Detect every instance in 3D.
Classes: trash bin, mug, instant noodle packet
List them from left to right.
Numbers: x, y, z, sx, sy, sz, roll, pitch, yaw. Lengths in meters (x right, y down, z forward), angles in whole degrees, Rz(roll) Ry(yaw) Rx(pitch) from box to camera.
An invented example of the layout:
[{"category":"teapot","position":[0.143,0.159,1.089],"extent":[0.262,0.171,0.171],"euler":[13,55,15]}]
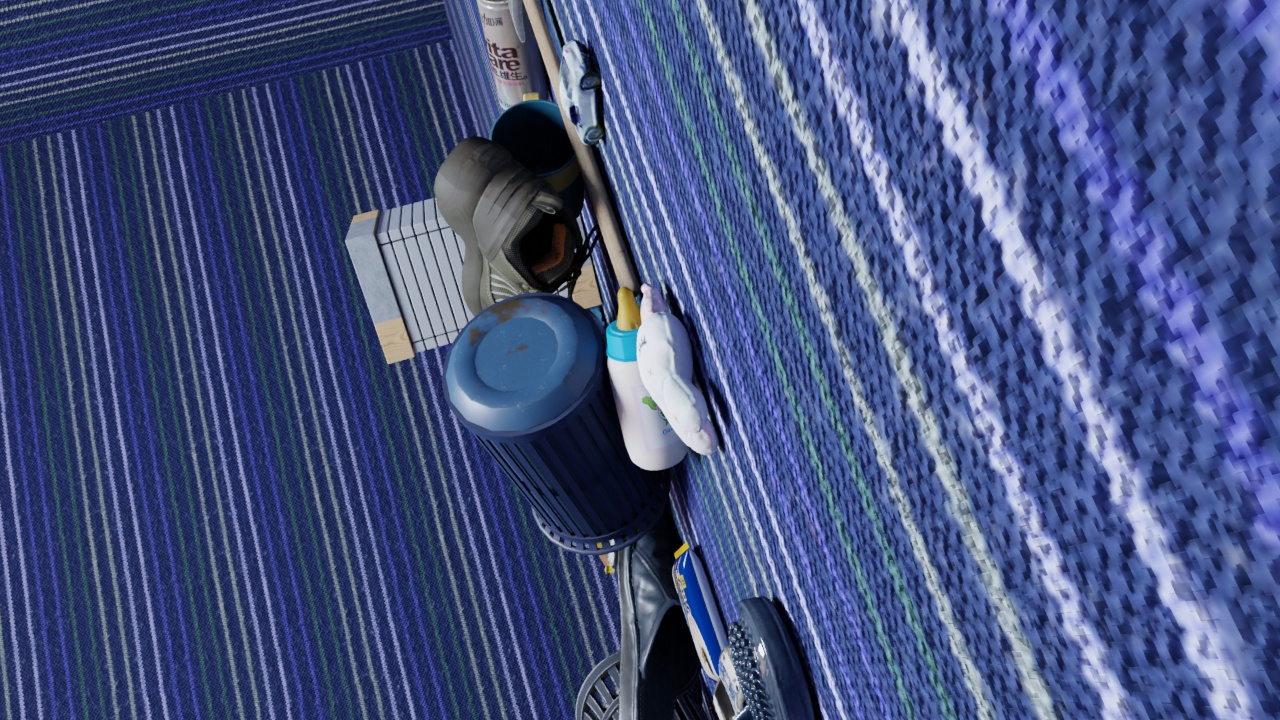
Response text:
[{"category":"trash bin","position":[-0.190,-0.117,1.061],"extent":[0.142,0.247,0.142],"euler":[-124,19,-67]},{"category":"mug","position":[-0.095,-0.194,0.872],"extent":[0.107,0.083,0.113],"euler":[86,177,-68]},{"category":"trash bin","position":[-0.066,0.058,0.786],"extent":[0.250,0.139,0.139],"euler":[67,-179,-56]},{"category":"trash bin","position":[0.028,0.456,1.054],"extent":[0.227,0.164,0.164],"euler":[-145,39,-72]},{"category":"instant noodle packet","position":[0.059,0.239,0.852],"extent":[0.087,0.026,0.134],"euler":[107,146,-70]}]

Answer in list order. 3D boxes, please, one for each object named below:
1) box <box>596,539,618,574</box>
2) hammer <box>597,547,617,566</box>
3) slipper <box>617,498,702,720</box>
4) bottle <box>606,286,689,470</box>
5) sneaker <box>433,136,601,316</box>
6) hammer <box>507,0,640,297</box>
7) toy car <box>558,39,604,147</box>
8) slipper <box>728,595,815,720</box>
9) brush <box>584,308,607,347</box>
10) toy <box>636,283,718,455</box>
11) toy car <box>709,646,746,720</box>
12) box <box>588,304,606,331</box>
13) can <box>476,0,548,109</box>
[{"category":"box","position":[-0.030,0.114,0.992],"extent":[0.129,0.034,0.209],"euler":[-127,41,-81]},{"category":"hammer","position":[-0.093,0.117,1.100],"extent":[0.301,0.037,0.158],"euler":[64,167,-11]},{"category":"slipper","position":[0.033,0.265,0.936],"extent":[0.109,0.084,0.265],"euler":[42,-139,-49]},{"category":"bottle","position":[0.002,0.012,0.686],"extent":[0.051,0.051,0.146],"euler":[-121,16,-62]},{"category":"sneaker","position":[-0.084,-0.088,0.817],"extent":[0.143,0.100,0.238],"euler":[26,155,17]},{"category":"hammer","position":[-0.056,-0.209,0.774],"extent":[0.119,0.030,0.331],"euler":[119,131,-77]},{"category":"toy car","position":[-0.046,-0.198,0.690],"extent":[0.090,0.027,0.038],"euler":[87,163,-61]},{"category":"slipper","position":[0.077,0.277,0.604],"extent":[0.101,0.082,0.264],"euler":[-120,16,-69]},{"category":"brush","position":[-0.077,0.000,1.014],"extent":[0.271,0.056,0.083],"euler":[146,102,-77]},{"category":"toy","position":[0.018,0.002,0.611],"extent":[0.076,0.037,0.125],"euler":[81,170,-62]},{"category":"toy car","position":[0.077,0.280,0.752],"extent":[0.048,0.040,0.113],"euler":[-117,14,-50]},{"category":"box","position":[-0.066,-0.023,1.188],"extent":[0.231,0.033,0.174],"euler":[-125,19,-66]},{"category":"can","position":[-0.127,-0.315,0.922],"extent":[0.136,0.054,0.054],"euler":[84,167,-55]}]
